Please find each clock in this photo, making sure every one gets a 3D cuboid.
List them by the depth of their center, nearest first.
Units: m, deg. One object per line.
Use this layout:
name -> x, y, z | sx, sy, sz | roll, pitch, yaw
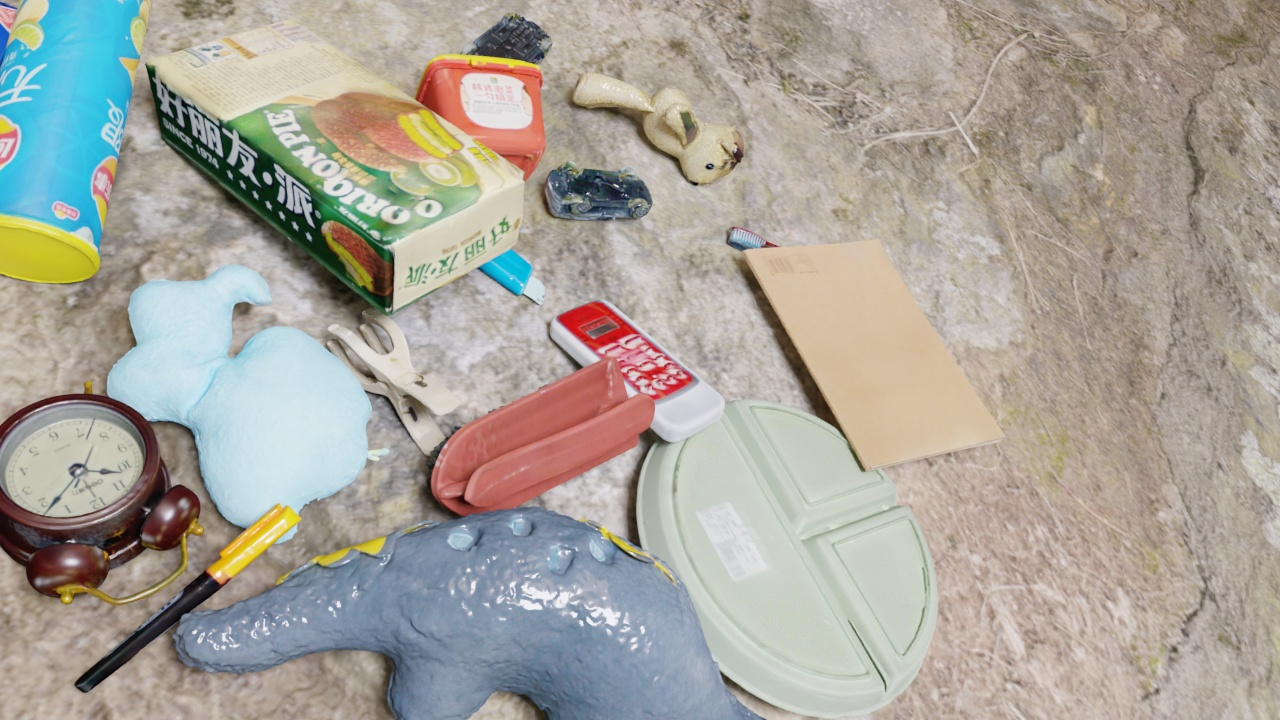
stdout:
clock -> -0.274, 0.070, 0.459 | 0.081, 0.055, 0.122 | -30, 71, -38

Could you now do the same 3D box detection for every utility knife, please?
utility knife -> -0.132, -0.093, 0.668 | 0.161, 0.018, 0.034 | 37, 53, -1

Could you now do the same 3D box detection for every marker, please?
marker -> -0.224, 0.117, 0.458 | 0.123, 0.018, 0.015 | -43, 108, -24

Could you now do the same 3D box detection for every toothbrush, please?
toothbrush -> 0.161, -0.076, 0.799 | 0.187, 0.016, 0.017 | 21, 59, -12

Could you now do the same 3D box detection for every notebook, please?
notebook -> 0.186, -0.014, 0.742 | 0.149, 0.012, 0.211 | -7, 58, -30

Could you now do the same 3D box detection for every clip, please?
clip -> -0.152, 0.011, 0.572 | 0.100, 0.070, 0.034 | 42, 48, 15

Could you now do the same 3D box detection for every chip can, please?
chip can -> -0.343, -0.155, 0.546 | 0.071, 0.071, 0.210 | 8, 67, -21

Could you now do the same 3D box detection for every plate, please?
plate -> 0.105, 0.118, 0.612 | 0.230, 0.028, 0.229 | 17, 46, -19

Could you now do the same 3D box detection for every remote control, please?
remote control -> -0.004, 0.004, 0.635 | 0.055, 0.020, 0.136 | -24, 52, -37

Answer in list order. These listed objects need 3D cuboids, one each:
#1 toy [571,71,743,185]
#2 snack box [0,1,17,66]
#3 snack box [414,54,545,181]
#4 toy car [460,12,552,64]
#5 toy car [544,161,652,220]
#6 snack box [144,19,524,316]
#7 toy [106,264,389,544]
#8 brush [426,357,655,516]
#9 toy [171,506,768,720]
toy -> 0.016, -0.206, 0.796 | 0.157, 0.066, 0.105 | 27, 8, -2
snack box -> -0.411, -0.127, 0.529 | 0.057, 0.058, 0.207 | 8, 55, -20
snack box -> -0.119, -0.181, 0.697 | 0.091, 0.082, 0.080 | -4, 70, -27
toy car -> -0.116, -0.259, 0.782 | 0.049, 0.031, 0.105 | 33, 48, -1
toy car -> -0.033, -0.131, 0.731 | 0.090, 0.034, 0.043 | -4, 57, -31
snack box -> -0.199, -0.135, 0.598 | 0.240, 0.063, 0.114 | 35, 48, 20
toy -> -0.219, 0.021, 0.521 | 0.156, 0.050, 0.161 | 8, 67, -9
brush -> -0.061, 0.050, 0.559 | 0.145, 0.069, 0.063 | -24, 107, -35
toy -> -0.048, 0.153, 0.491 | 0.356, 0.092, 0.137 | 22, 63, -8
